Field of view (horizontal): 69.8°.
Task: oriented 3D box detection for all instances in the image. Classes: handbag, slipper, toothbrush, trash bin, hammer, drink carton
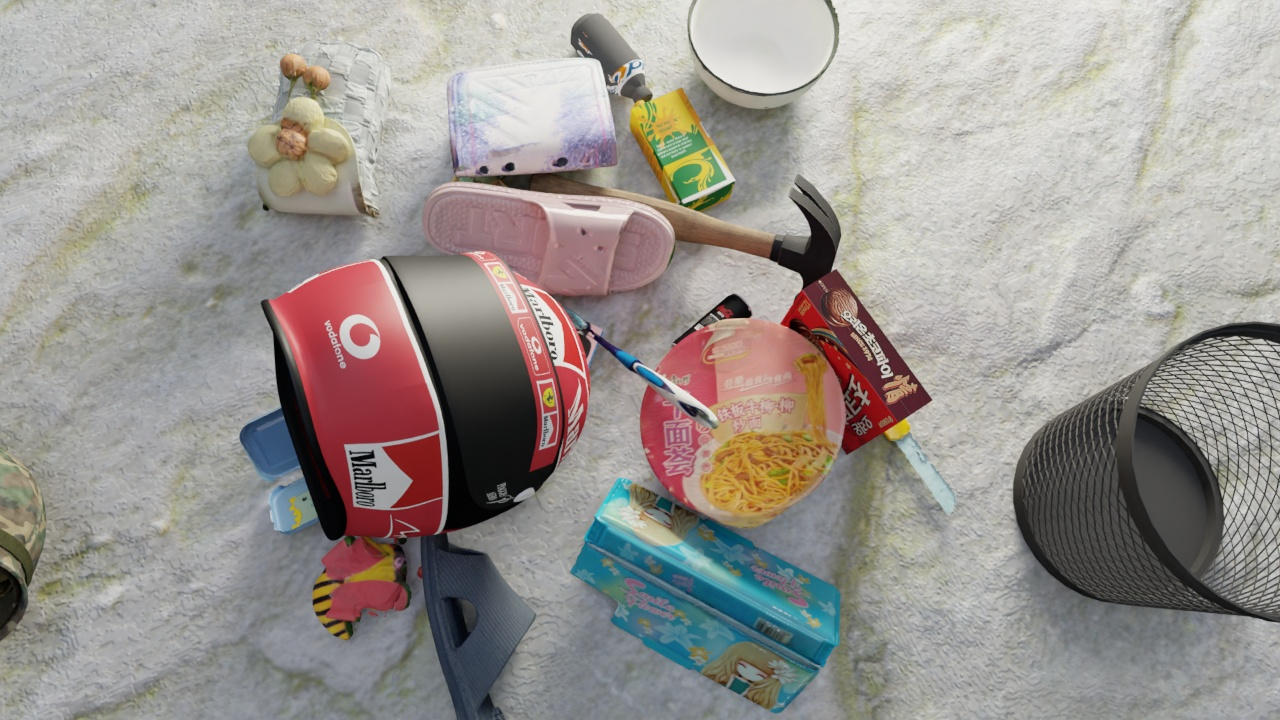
[{"bbox_3d":[-0.305,-0.229,0.875,0.112,0.123,0.171,4,80,5],"label":"handbag"},{"bbox_3d":[-0.123,0.245,0.770,0.082,0.101,0.263,-15,80,-6],"label":"slipper"},{"bbox_3d":[-0.107,-0.228,0.900,0.158,0.069,0.126,-7,54,-5],"label":"handbag"},{"bbox_3d":[-0.005,0.005,0.815,0.189,0.017,0.016,36,88,23],"label":"toothbrush"},{"bbox_3d":[-0.088,-0.108,0.857,0.239,0.094,0.064,9,32,-3],"label":"slipper"},{"bbox_3d":[0.452,0.106,0.765,0.218,0.228,0.217,1,75,-3],"label":"trash bin"},{"bbox_3d":[0.037,-0.137,0.884,0.305,0.132,0.040,16,45,10],"label":"hammer"},{"bbox_3d":[0.040,-0.212,0.929,0.058,0.041,0.122,-26,78,-9],"label":"drink carton"}]

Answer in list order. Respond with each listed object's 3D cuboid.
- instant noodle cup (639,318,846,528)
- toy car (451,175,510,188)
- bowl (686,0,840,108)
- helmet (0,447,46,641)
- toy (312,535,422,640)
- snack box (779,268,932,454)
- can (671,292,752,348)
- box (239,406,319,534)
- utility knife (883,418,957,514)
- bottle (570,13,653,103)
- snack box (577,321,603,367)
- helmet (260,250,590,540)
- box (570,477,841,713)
[{"bbox_3d":[0.095,0.059,0.822,0.179,0.077,0.178,-5,72,14],"label":"instant noodle cup"},{"bbox_3d":[-0.142,-0.156,0.902,0.047,0.047,0.112,-40,79,-11],"label":"toy car"},{"bbox_3d":[0.121,-0.324,0.946,0.153,0.073,0.153,1,75,-3],"label":"bowl"},{"bbox_3d":[-0.598,0.166,0.715,0.224,0.193,0.236,-7,44,-12],"label":"helmet"},{"bbox_3d":[-0.244,0.196,0.806,0.103,0.046,0.084,-38,83,-4],"label":"toy"},{"bbox_3d":[0.180,0.007,0.818,0.035,0.152,0.132,-32,79,-11],"label":"snack box"},{"bbox_3d":[0.069,-0.029,0.886,0.080,0.031,0.031,-40,80,-12],"label":"can"},{"bbox_3d":[-0.250,0.068,0.841,0.209,0.047,0.122,-27,77,-9],"label":"box"},{"bbox_3d":[0.231,0.047,0.880,0.030,0.019,0.227,-32,74,-5],"label":"utility knife"},{"bbox_3d":[-0.028,-0.309,0.949,0.047,0.047,0.112,-36,79,-11],"label":"bottle"},{"bbox_3d":[-0.120,-0.020,0.851,0.154,0.033,0.087,25,60,-7],"label":"snack box"},{"bbox_3d":[-0.149,0.023,0.695,0.224,0.272,0.197,-17,71,-25],"label":"helmet"},{"bbox_3d":[0.049,0.215,0.811,0.227,0.097,0.117,27,109,4],"label":"box"}]
